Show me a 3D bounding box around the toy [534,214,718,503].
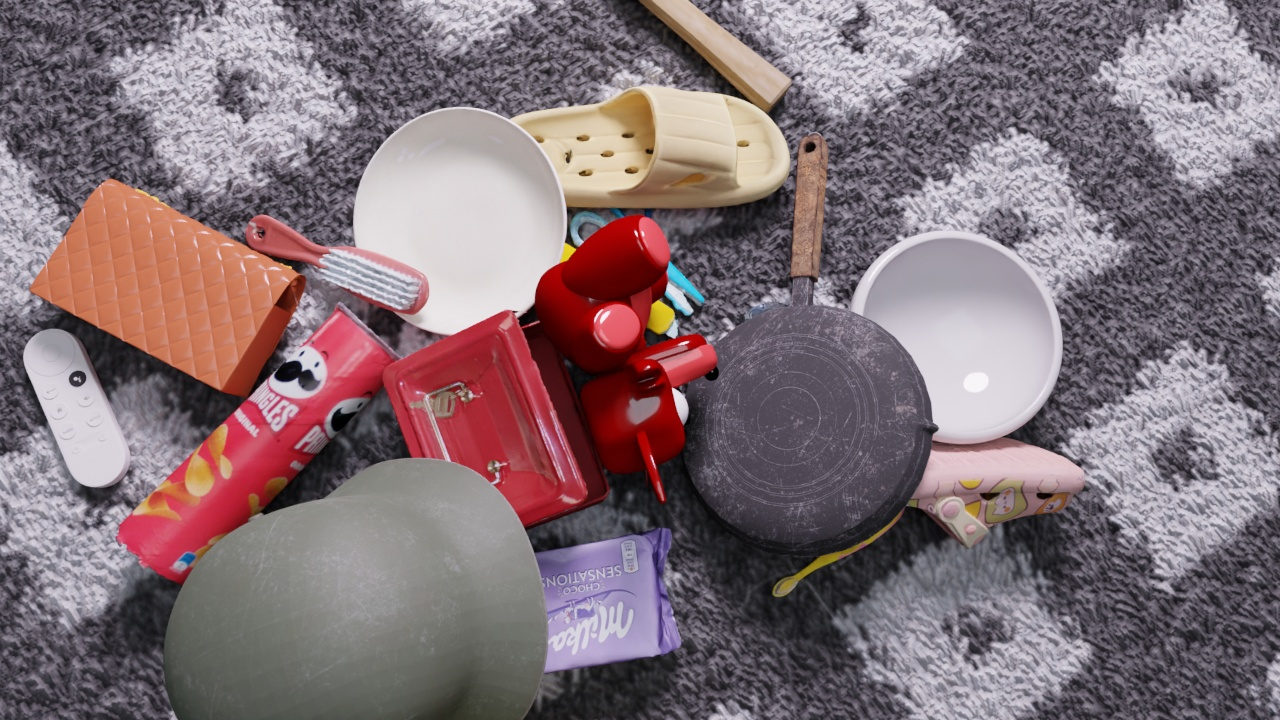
[{"bbox_3d":[-0.004,0.004,0.687,0.120,0.158,0.197,-16,86,-4],"label":"toy"}]

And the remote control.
[{"bbox_3d":[-0.446,0.037,0.726,0.043,0.013,0.136,-27,82,-9],"label":"remote control"}]

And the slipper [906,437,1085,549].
[{"bbox_3d":[0.254,0.108,0.741,0.197,0.093,0.081,1,103,-7],"label":"slipper"}]

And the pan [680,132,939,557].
[{"bbox_3d":[0.126,-0.026,0.730,0.208,0.040,0.356,-2,75,25],"label":"pan"}]

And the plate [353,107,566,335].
[{"bbox_3d":[-0.144,-0.111,0.750,0.182,0.034,0.182,1,94,12],"label":"plate"}]

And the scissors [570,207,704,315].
[{"bbox_3d":[0.010,-0.096,0.792,0.140,0.015,0.083,40,76,7],"label":"scissors"}]

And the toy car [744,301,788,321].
[{"bbox_3d":[0.122,0.000,0.771,0.048,0.032,0.105,-19,67,-7],"label":"toy car"}]

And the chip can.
[{"bbox_3d":[-0.287,0.063,0.704,0.073,0.073,0.232,42,79,4],"label":"chip can"}]

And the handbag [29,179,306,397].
[{"bbox_3d":[-0.365,-0.058,0.727,0.172,0.060,0.108,27,83,4],"label":"handbag"}]

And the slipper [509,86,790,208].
[{"bbox_3d":[0.000,-0.189,0.772,0.261,0.079,0.111,-5,67,-4],"label":"slipper"}]

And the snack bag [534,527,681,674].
[{"bbox_3d":[-0.073,0.189,0.705,0.205,0.058,0.096,-6,82,-9],"label":"snack bag"}]

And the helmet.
[{"bbox_3d":[-0.215,0.184,0.607,0.268,0.153,0.227,-23,76,27],"label":"helmet"}]

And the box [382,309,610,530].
[{"bbox_3d":[-0.108,0.057,0.717,0.137,0.122,0.157,-21,84,9],"label":"box"}]

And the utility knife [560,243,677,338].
[{"bbox_3d":[-0.034,-0.064,0.780,0.155,0.017,0.030,31,82,3],"label":"utility knife"}]

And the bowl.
[{"bbox_3d":[0.253,-0.015,0.767,0.176,0.066,0.176,1,78,-5],"label":"bowl"}]

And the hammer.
[{"bbox_3d":[0.002,-0.339,0.825,0.323,0.051,0.117,41,78,1],"label":"hammer"}]

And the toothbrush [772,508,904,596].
[{"bbox_3d":[0.164,0.153,0.751,0.135,0.016,0.021,-33,78,-10],"label":"toothbrush"}]

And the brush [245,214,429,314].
[{"bbox_3d":[-0.252,-0.080,0.741,0.172,0.030,0.041,21,97,11],"label":"brush"}]
